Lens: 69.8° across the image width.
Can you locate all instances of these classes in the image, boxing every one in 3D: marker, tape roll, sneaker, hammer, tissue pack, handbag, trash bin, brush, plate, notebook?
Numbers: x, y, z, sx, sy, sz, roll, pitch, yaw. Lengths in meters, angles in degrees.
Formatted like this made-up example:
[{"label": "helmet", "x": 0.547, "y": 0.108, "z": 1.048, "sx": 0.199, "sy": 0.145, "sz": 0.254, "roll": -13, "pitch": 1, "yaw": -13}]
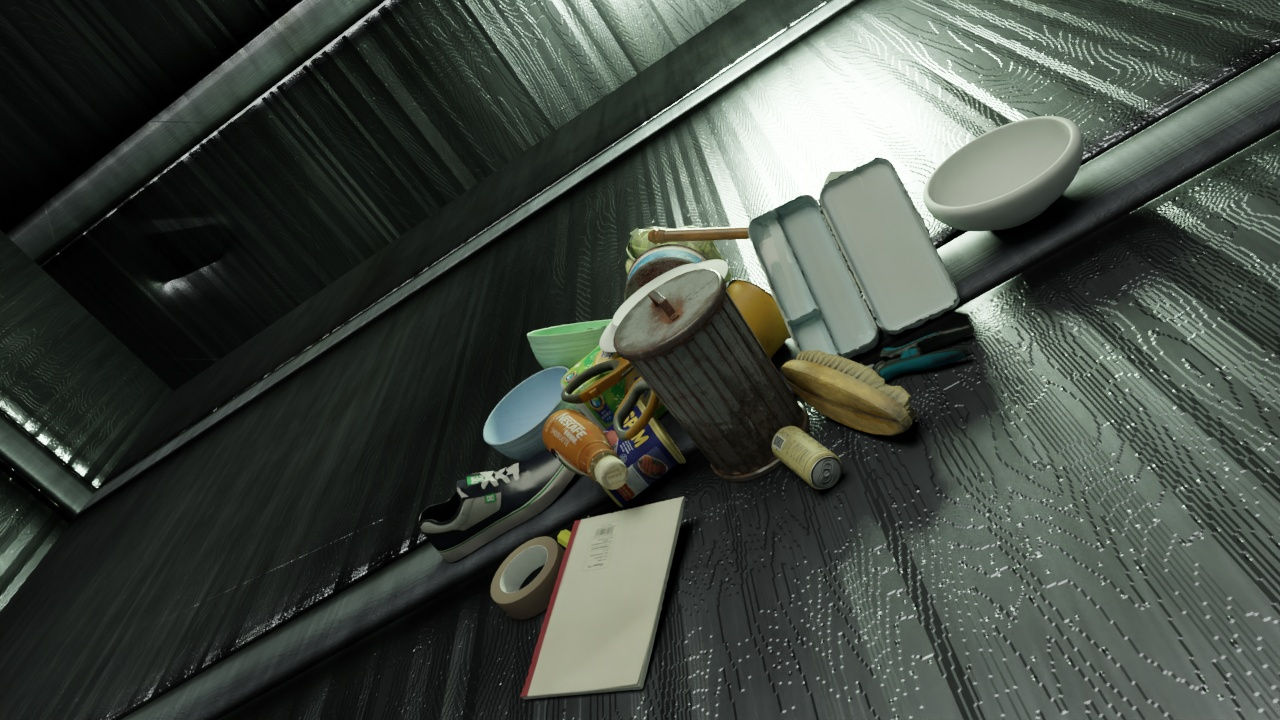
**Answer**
[{"label": "marker", "x": -0.055, "y": 0.214, "z": 1.016, "sx": 0.021, "sy": 0.017, "sz": 0.124, "roll": -13, "pitch": 14, "yaw": -29}, {"label": "tape roll", "x": -0.123, "y": 0.244, "z": 1.034, "sx": 0.094, "sy": 0.030, "sz": 0.093, "roll": -30, "pitch": 26, "yaw": 16}, {"label": "sneaker", "x": -0.183, "y": 0.167, "z": 1.187, "sx": 0.235, "sy": 0.079, "sz": 0.084, "roll": -34, "pitch": 24, "yaw": 6}, {"label": "hammer", "x": 0.156, "y": -0.167, "z": 1.192, "sx": 0.318, "sy": 0.083, "sz": 0.162, "roll": 1, "pitch": 41, "yaw": 24}, {"label": "tissue pack", "x": -0.008, "y": 0.003, "z": 1.210, "sx": 0.197, "sy": 0.120, "sz": 0.141, "roll": -36, "pitch": 26, "yaw": -11}, {"label": "handbag", "x": 0.046, "y": -0.136, "z": 1.375, "sx": 0.116, "sy": 0.113, "sz": 0.187, "roll": -52, "pitch": 29, "yaw": -13}, {"label": "trash bin", "x": 0.073, "y": 0.012, "z": 0.963, "sx": 0.131, "sy": 0.211, "sz": 0.130, "roll": -29, "pitch": 26, "yaw": 16}, {"label": "brush", "x": 0.210, "y": 0.031, "z": 0.936, "sx": 0.043, "sy": 0.059, "sz": 0.195, "roll": -34, "pitch": 26, "yaw": -15}, {"label": "plate", "x": 0.023, "y": -0.076, "z": 1.145, "sx": 0.189, "sy": 0.016, "sz": 0.188, "roll": -31, "pitch": 19, "yaw": 12}, {"label": "notebook", "x": -0.036, "y": 0.238, "z": 0.930, "sx": 0.153, "sy": 0.012, "sz": 0.208, "roll": -19, "pitch": 38, "yaw": 34}]

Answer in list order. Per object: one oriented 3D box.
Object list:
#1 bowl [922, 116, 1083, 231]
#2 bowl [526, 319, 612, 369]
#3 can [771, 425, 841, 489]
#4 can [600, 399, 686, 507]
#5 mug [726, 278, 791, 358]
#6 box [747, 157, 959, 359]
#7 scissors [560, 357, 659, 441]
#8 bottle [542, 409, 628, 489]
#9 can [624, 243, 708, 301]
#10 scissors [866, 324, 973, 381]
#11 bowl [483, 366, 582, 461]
[{"label": "bowl", "x": 0.419, "y": -0.200, "z": 1.046, "sx": 0.177, "sy": 0.066, "sz": 0.176, "roll": -30, "pitch": 26, "yaw": 16}, {"label": "bowl", "x": -0.087, "y": -0.015, "z": 1.349, "sx": 0.151, "sy": 0.077, "sz": 0.151, "roll": -8, "pitch": 8, "yaw": 1}, {"label": "can", "x": 0.164, "y": 0.095, "z": 0.907, "sx": 0.038, "sy": 0.038, "sz": 0.079, "roll": -39, "pitch": 25, "yaw": -4}, {"label": "can", "x": -0.010, "y": 0.110, "z": 1.088, "sx": 0.092, "sy": 0.056, "sz": 0.116, "roll": -38, "pitch": 25, "yaw": 1}, {"label": "mug", "x": 0.108, "y": -0.036, "z": 1.115, "sx": 0.124, "sy": 0.101, "sz": 0.094, "roll": 35, "pitch": 72, "yaw": 25}, {"label": "box", "x": 0.235, "y": -0.111, "z": 1.042, "sx": 0.189, "sy": 0.037, "sz": 0.208, "roll": -26, "pitch": 68, "yaw": 11}, {"label": "scissors", "x": -0.004, "y": 0.006, "z": 1.078, "sx": 0.217, "sy": 0.016, "sz": 0.224, "roll": -5, "pitch": 44, "yaw": 40}, {"label": "bottle", "x": -0.059, "y": 0.102, "z": 1.030, "sx": 0.059, "sy": 0.059, "sz": 0.167, "roll": -42, "pitch": 25, "yaw": -10}, {"label": "can", "x": 0.044, "y": -0.095, "z": 1.279, "sx": 0.130, "sy": 0.130, "sz": 0.044, "roll": -27, "pitch": 27, "yaw": 20}, {"label": "scissors", "x": 0.276, "y": -0.001, "z": 0.949, "sx": 0.126, "sy": 0.019, "sz": 0.144, "roll": -41, "pitch": 23, "yaw": -7}, {"label": "bowl", "x": -0.136, "y": 0.085, "z": 1.271, "sx": 0.151, "sy": 0.075, "sz": 0.150, "roll": -29, "pitch": 27, "yaw": 16}]
